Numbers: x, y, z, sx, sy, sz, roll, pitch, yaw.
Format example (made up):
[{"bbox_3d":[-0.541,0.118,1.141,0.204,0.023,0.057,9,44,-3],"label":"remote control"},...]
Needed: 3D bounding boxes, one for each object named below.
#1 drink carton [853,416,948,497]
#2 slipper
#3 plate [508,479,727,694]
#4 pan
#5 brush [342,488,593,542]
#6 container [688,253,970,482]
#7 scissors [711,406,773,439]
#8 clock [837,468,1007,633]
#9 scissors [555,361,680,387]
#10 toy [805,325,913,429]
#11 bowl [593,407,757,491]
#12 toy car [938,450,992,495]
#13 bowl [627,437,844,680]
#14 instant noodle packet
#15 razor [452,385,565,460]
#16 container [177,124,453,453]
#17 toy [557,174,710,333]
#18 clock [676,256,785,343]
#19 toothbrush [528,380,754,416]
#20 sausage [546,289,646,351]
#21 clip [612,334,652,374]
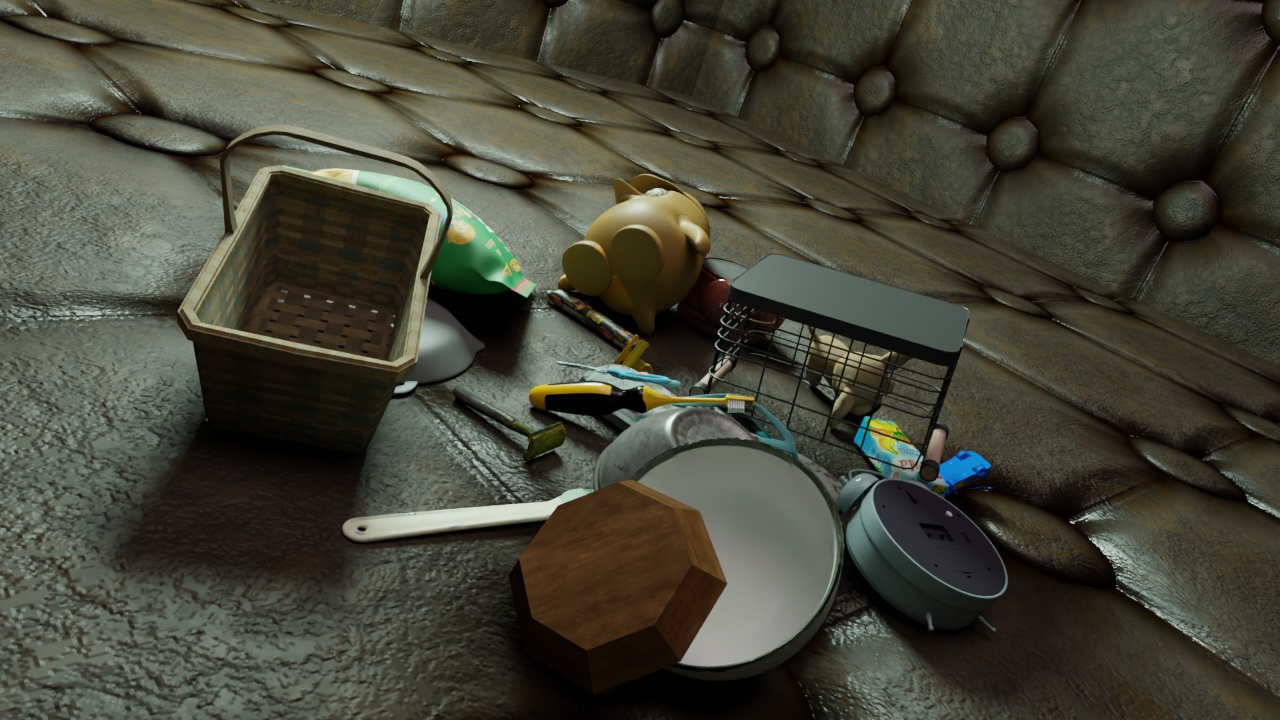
[{"bbox_3d":[0.253,0.101,0.900,0.044,0.039,0.128,12,23,-17],"label":"drink carton"},{"bbox_3d":[0.057,0.061,0.805,0.269,0.055,0.098,26,36,23],"label":"slipper"},{"bbox_3d":[-0.018,0.124,0.536,0.131,0.025,0.131,-9,50,11],"label":"plate"},{"bbox_3d":[-0.266,-0.066,0.885,0.216,0.024,0.354,8,24,-26],"label":"pan"},{"bbox_3d":[-0.098,0.108,0.637,0.217,0.012,0.033,1,28,-35],"label":"brush"},{"bbox_3d":[0.187,0.000,0.879,0.241,0.130,0.162,19,24,17],"label":"container"},{"bbox_3d":[0.122,0.083,0.862,0.129,0.019,0.137,21,24,3],"label":"scissors"},{"bbox_3d":[0.219,0.143,0.732,0.122,0.045,0.159,11,32,-31],"label":"clock"},{"bbox_3d":[-0.024,0.010,0.839,0.139,0.015,0.063,14,5,37],"label":"scissors"},{"bbox_3d":[0.233,0.014,1.025,0.108,0.134,0.106,43,-10,47],"label":"toy"},{"bbox_3d":[0.044,0.085,0.683,0.145,0.067,0.144,17,36,-13],"label":"bowl"},{"bbox_3d":[0.325,0.128,0.934,0.092,0.062,0.033,-23,38,-15],"label":"toy car"},{"bbox_3d":[0.052,0.130,0.574,0.153,0.073,0.153,-10,49,12],"label":"bowl"},{"bbox_3d":[-0.225,-0.132,0.950,0.252,0.090,0.195,28,5,-7],"label":"instant noodle packet"},{"bbox_3d":[-0.115,0.046,0.753,0.106,0.026,0.042,26,25,27],"label":"razor"},{"bbox_3d":[-0.230,-0.075,0.676,0.157,0.187,0.249,13,33,-15],"label":"container"},{"bbox_3d":[0.012,-0.146,1.101,0.199,0.162,0.202,-13,22,32],"label":"toy"},{"bbox_3d":[0.117,-0.073,1.150,0.120,0.072,0.157,10,23,-23],"label":"clock"},{"bbox_3d":[0.000,0.034,0.796,0.197,0.031,0.030,1,51,6],"label":"toothbrush"},{"bbox_3d":[-0.050,-0.044,1.017,0.155,0.020,0.020,34,26,31],"label":"sausage"},{"bbox_3d":[-0.003,0.007,0.915,0.039,0.053,0.047,36,-2,32],"label":"clip"}]
